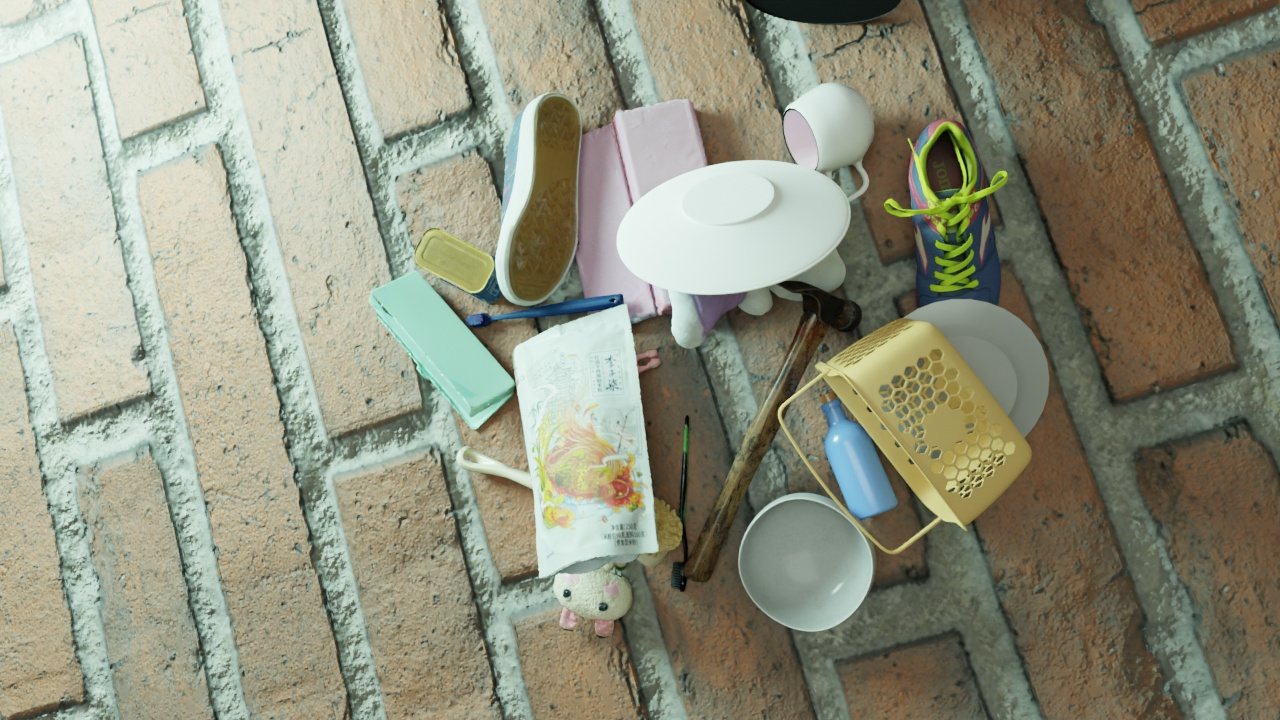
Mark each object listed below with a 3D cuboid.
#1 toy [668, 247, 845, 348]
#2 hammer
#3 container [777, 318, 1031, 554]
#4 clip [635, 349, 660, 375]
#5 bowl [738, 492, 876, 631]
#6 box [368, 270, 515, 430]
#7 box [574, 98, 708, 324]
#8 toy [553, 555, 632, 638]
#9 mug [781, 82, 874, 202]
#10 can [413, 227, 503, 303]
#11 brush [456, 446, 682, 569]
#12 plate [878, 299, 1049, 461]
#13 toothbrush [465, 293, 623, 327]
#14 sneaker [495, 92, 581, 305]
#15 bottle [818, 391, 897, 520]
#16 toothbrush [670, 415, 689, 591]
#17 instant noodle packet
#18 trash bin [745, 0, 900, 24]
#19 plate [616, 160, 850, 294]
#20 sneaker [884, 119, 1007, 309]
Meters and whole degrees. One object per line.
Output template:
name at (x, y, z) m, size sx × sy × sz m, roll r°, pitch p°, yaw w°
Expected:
toy at (0.111, -0.107, 0.938) m, size 0.209 × 0.086 × 0.137 m, roll -23°, pitch 84°, yaw -16°
hammer at (0.116, 0.077, 0.936) m, size 0.033 × 0.120 × 0.330 m, roll 33°, pitch 102°, yaw 46°
container at (0.241, 0.072, 0.859) m, size 0.167 × 0.129 × 0.183 m, roll -38°, pitch 94°, yaw 4°
clip at (-0.005, 0.009, 1.006) m, size 0.057 × 0.022 × 0.035 m, roll -20°, pitch 77°, yaw 7°
bowl at (0.170, 0.199, 0.926) m, size 0.132 × 0.064 × 0.132 m, roll 0°, pitch 90°, yaw 18°
box at (-0.228, -0.008, 1.050) m, size 0.189 × 0.079 × 0.077 m, roll 46°, pitch 53°, yaw 12°
box at (0.000, -0.159, 1.008) m, size 0.180 × 0.055 × 0.232 m, roll -16°, pitch 82°, yaw 10°
toy at (-0.050, 0.243, 0.980) m, size 0.087 × 0.050 × 0.112 m, roll 19°, pitch 93°, yaw 12°
mug at (0.205, -0.227, 0.957) m, size 0.076 × 0.090 × 0.124 m, roll -25°, pitch 98°, yaw -11°
can at (-0.202, -0.108, 1.037) m, size 0.100 × 0.059 × 0.054 m, roll 27°, pitch 90°, yaw 13°
brush at (-0.081, 0.146, 0.991) m, size 0.272 × 0.061 × 0.077 m, roll 20°, pitch 111°, yaw 17°
plate at (0.315, 0.026, 0.912) m, size 0.173 × 0.019 × 0.173 m, roll 3°, pitch 105°, yaw 11°
toothbrush at (-0.109, -0.055, 1.019) m, size 0.190 × 0.017 × 0.016 m, roll -7°, pitch 89°, yaw 20°
sneaker at (-0.120, -0.177, 1.027) m, size 0.079 × 0.087 × 0.235 m, roll 7°, pitch 88°, yaw 55°
bottle at (0.216, 0.095, 0.940) m, size 0.048 × 0.048 × 0.131 m, roll -23°, pitch 80°, yaw 8°
toothbrush at (0.044, 0.153, 0.985) m, size 0.017 × 0.014 × 0.188 m, roll 0°, pitch 84°, yaw 19°
instant noodle packet at (-0.062, 0.080, 0.949) m, size 0.147 × 0.057 × 0.268 m, roll -18°, pitch 65°, yaw 18°
trash bin at (0.197, -0.492, 0.931) m, size 0.217 × 0.216 × 0.243 m, roll 7°, pitch 92°, yaw 12°
plate at (0.087, -0.146, 0.893) m, size 0.229 × 0.030 × 0.228 m, roll -8°, pitch 41°, yaw 7°
sneaker at (0.307, -0.121, 0.922) m, size 0.116 × 0.091 × 0.241 m, roll -6°, pitch 84°, yaw 8°
